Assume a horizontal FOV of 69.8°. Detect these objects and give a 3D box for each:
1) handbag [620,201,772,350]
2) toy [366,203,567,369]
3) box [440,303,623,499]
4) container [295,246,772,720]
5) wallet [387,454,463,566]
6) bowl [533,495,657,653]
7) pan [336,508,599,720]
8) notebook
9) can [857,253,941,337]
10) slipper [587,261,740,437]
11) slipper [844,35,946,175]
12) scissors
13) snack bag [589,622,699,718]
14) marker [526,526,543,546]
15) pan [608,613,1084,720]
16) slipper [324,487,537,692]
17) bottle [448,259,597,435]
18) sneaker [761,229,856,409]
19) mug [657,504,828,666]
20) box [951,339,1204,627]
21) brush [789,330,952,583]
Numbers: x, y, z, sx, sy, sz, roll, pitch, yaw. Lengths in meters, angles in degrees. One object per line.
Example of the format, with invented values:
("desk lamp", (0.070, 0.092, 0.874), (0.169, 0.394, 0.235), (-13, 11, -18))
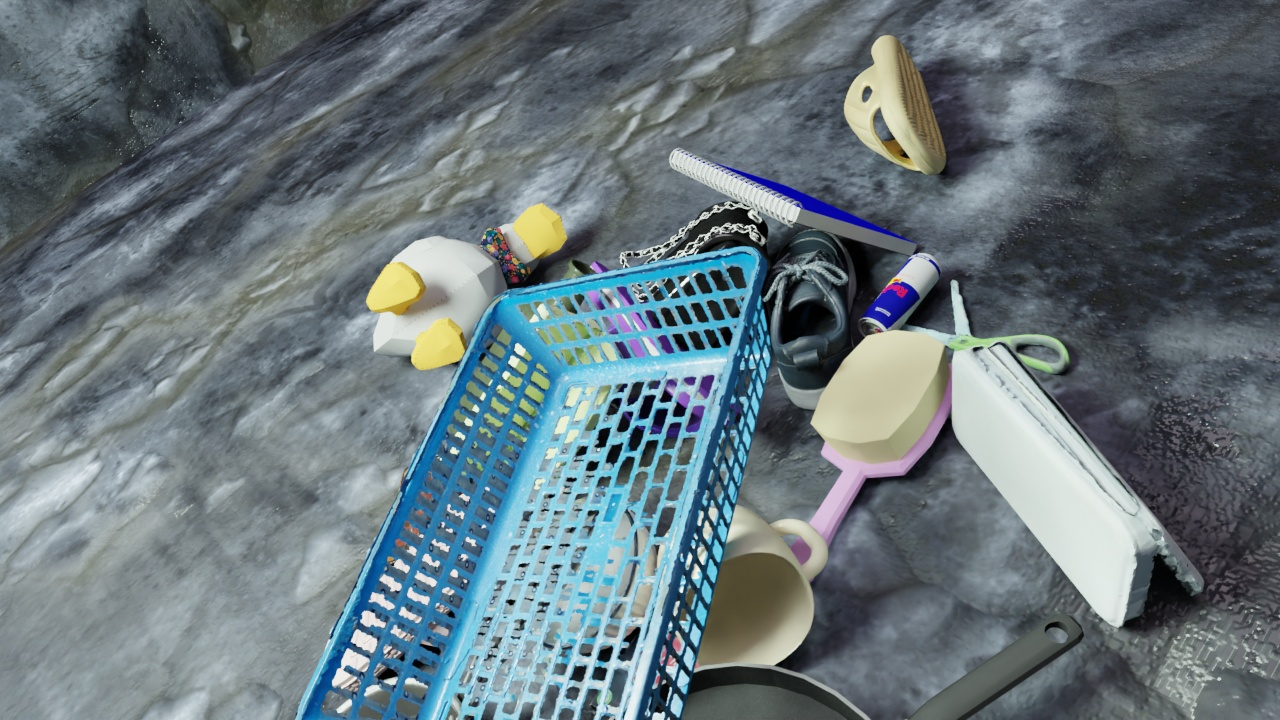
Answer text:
("handbag", (0.058, -0.098, 0.871), (0.125, 0.114, 0.153), (-47, 9, 21))
("toy", (-0.210, -0.080, 1.053), (0.247, 0.141, 0.267), (-33, 10, 21))
("box", (-0.099, 0.045, 0.810), (0.188, 0.083, 0.091), (-57, 29, 17))
("container", (-0.047, 0.101, 0.614), (0.258, 0.089, 0.361), (-7, 50, 36))
("wallet", (-0.203, 0.143, 0.879), (0.072, 0.019, 0.122), (-21, 38, 16))
("bowl", (-0.029, 0.168, 0.699), (0.118, 0.062, 0.117), (-26, 46, 30))
("pan", (-0.134, 0.250, 0.654), (0.356, 0.055, 0.187), (-48, 40, -13))
("notebook", (0.146, -0.160, 0.921), (0.209, 0.171, 0.022), (40, 116, 50))
("can", (0.233, -0.056, 0.822), (0.032, 0.032, 0.095), (20, 59, 44))
("slipper", (-0.005, 0.005, 0.858), (0.084, 0.107, 0.266), (-49, 37, 9))
("slipper", (0.275, -0.274, 1.014), (0.079, 0.111, 0.260), (-32, 28, 31))
("scissors", (0.269, -0.010, 0.774), (0.172, 0.025, 0.159), (18, 63, 48))
("snack bag", (0.040, 0.238, 0.629), (0.155, 0.018, 0.074), (12, 54, 41))
("marker", (-0.080, 0.156, 0.787), (0.133, 0.027, 0.023), (-3, 44, 32))
("pan", (0.109, 0.254, 0.532), (0.356, 0.034, 0.225), (-32, 46, -4))
("slipper", (-0.165, 0.194, 0.767), (0.239, 0.064, 0.094), (-42, 35, 10))
("bottle", (-0.105, -0.003, 0.867), (0.207, 0.071, 0.071), (-55, 33, 20))
("sneaker", (0.152, -0.059, 0.841), (0.089, 0.087, 0.235), (-14, 40, 17))
("mug", (0.071, 0.147, 0.647), (0.120, 0.096, 0.099), (-28, 21, -2))
("box", (0.267, 0.075, 0.614), (0.083, 0.122, 0.215), (-42, 29, 19))
("brush", (0.167, 0.069, 0.712), (0.089, 0.043, 0.228), (10, 53, 46))
